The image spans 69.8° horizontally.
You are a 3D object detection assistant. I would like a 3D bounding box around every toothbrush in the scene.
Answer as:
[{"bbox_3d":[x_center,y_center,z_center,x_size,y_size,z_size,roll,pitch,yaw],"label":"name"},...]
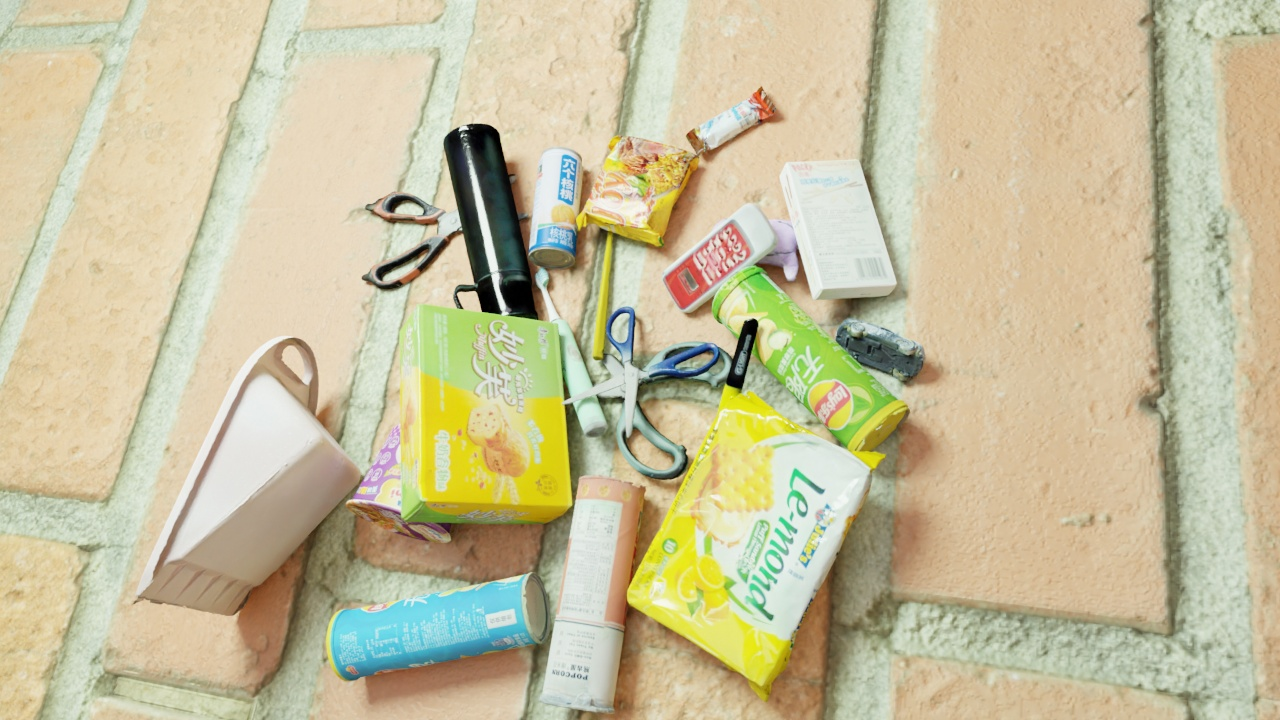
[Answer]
[{"bbox_3d":[-0.081,-0.013,0.999,0.027,0.026,0.224,-51,49,37],"label":"toothbrush"},{"bbox_3d":[-0.035,-0.089,1.024,0.017,0.016,0.189,2,68,10],"label":"toothbrush"}]

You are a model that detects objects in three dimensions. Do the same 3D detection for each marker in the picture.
[{"bbox_3d":[0.096,0.015,0.913,0.018,0.015,0.124,9,114,-10],"label":"marker"}]

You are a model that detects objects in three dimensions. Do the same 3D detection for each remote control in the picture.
[{"bbox_3d":[0.081,-0.106,0.966,0.136,0.020,0.056,-37,72,30],"label":"remote control"}]

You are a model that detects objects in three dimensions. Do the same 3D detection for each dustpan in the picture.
[{"bbox_3d":[-0.408,0.117,0.951,0.139,0.223,0.272,41,72,12],"label":"dustpan"}]

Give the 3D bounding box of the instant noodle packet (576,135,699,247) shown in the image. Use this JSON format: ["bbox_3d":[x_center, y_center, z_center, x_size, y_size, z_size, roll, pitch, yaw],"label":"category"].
[{"bbox_3d":[-0.005,-0.191,1.032,0.111,0.044,0.128,17,68,15],"label":"instant noodle packet"}]

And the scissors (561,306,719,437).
[{"bbox_3d":[-0.005,0.006,0.954,0.173,0.012,0.162,-21,52,-4],"label":"scissors"}]

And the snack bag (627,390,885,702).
[{"bbox_3d":[0.104,0.164,0.851,0.158,0.068,0.246,26,88,25],"label":"snack bag"}]

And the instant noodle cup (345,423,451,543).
[{"bbox_3d":[-0.235,0.125,0.957,0.112,0.111,0.099,9,66,18],"label":"instant noodle cup"}]

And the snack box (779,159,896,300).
[{"bbox_3d":[0.205,-0.138,0.957,0.084,0.027,0.156,-5,66,-13],"label":"snack box"}]

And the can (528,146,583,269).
[{"bbox_3d":[-0.096,-0.176,1.056,0.053,0.053,0.134,-2,70,15],"label":"can"}]

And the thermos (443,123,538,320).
[{"bbox_3d":[-0.181,-0.150,1.045,0.089,0.069,0.242,-6,70,-23],"label":"thermos"}]

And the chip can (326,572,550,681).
[{"bbox_3d":[-0.199,0.264,0.911,0.210,0.071,0.071,-13,67,9],"label":"chip can"}]

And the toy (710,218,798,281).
[{"bbox_3d":[0.124,-0.124,0.983,0.108,0.039,0.083,9,63,18],"label":"toy"}]

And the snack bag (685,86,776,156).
[{"bbox_3d":[0.103,-0.274,1.054,0.104,0.026,0.048,-27,53,4],"label":"snack bag"}]

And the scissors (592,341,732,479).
[{"bbox_3d":[0.017,0.053,0.955,0.170,0.019,0.180,-6,65,14],"label":"scissors"}]

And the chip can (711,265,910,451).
[{"bbox_3d":[0.162,-0.003,0.910,0.072,0.072,0.221,-41,65,-2],"label":"chip can"}]

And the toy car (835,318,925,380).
[{"bbox_3d":[0.238,-0.013,0.911,0.091,0.043,0.034,22,43,26],"label":"toy car"}]

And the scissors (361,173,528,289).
[{"bbox_3d":[-0.248,-0.162,1.113,0.226,0.015,0.188,19,77,20],"label":"scissors"}]

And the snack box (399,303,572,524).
[{"bbox_3d":[-0.160,0.056,0.931,0.157,0.070,0.209,7,65,-29],"label":"snack box"}]

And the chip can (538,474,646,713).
[{"bbox_3d":[-0.044,0.221,0.882,0.071,0.071,0.214,3,71,16],"label":"chip can"}]
